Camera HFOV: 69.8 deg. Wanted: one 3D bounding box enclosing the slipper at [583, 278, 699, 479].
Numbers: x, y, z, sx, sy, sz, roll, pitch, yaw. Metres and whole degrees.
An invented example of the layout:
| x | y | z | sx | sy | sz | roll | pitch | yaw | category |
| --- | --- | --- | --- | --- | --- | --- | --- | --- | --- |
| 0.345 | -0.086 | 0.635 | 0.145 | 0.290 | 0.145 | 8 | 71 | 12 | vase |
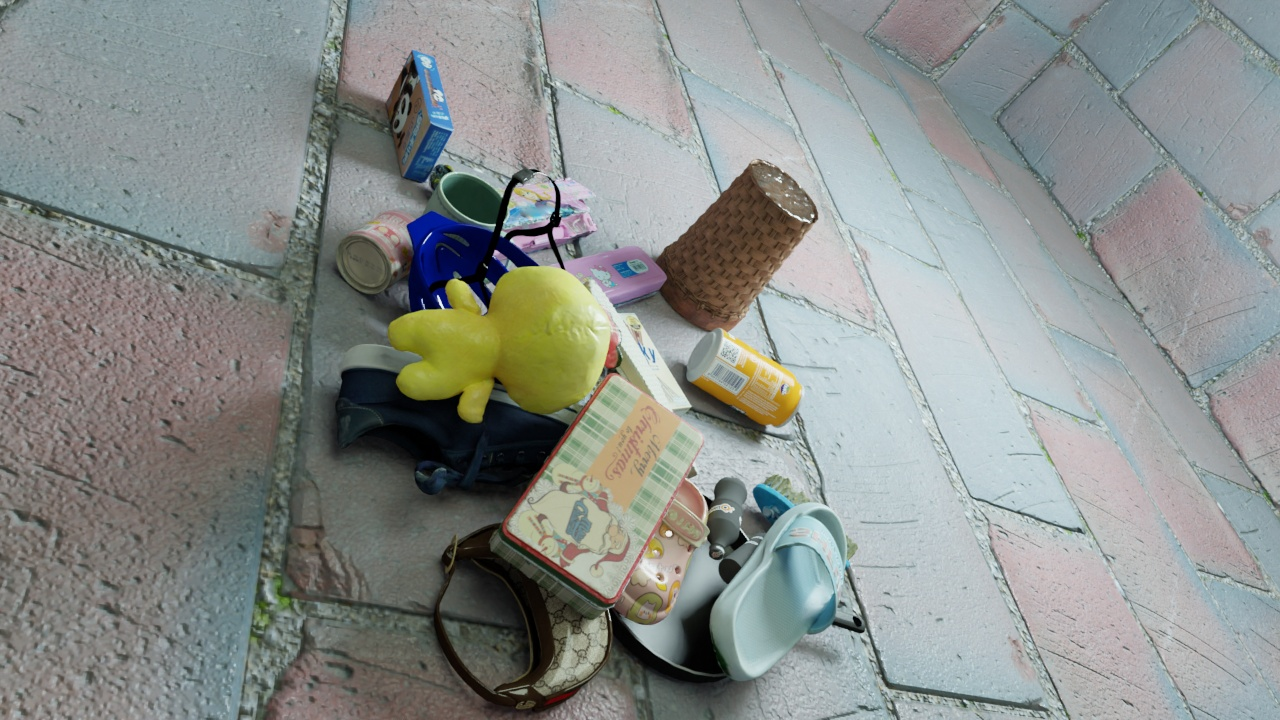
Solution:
| x | y | z | sx | sy | sz | roll | pitch | yaw | category |
| --- | --- | --- | --- | --- | --- | --- | --- | --- | --- |
| -0.007 | 0.030 | 0.961 | 0.273 | 0.054 | 0.114 | 61 | 2 | -39 | slipper |

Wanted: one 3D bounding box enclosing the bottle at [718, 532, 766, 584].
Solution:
| x | y | z | sx | sy | sz | roll | pitch | yaw | category |
| --- | --- | --- | --- | --- | --- | --- | --- | --- | --- |
| 0.123 | 0.200 | 0.960 | 0.030 | 0.030 | 0.112 | 52 | 36 | 14 | bottle |

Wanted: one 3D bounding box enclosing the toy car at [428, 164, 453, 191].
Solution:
| x | y | z | sx | sy | sz | roll | pitch | yaw | category |
| --- | --- | --- | --- | --- | --- | --- | --- | --- | --- |
| -0.223 | -0.202 | 1.126 | 0.089 | 0.027 | 0.038 | 41 | 40 | -29 | toy car |

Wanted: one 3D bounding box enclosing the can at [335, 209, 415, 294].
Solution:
| x | y | z | sx | sy | sz | roll | pitch | yaw | category |
| --- | --- | --- | --- | --- | --- | --- | --- | --- | --- |
| -0.267 | -0.114 | 0.956 | 0.067 | 0.067 | 0.076 | 39 | 35 | -3 | can |

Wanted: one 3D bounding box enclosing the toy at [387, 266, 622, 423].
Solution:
| x | y | z | sx | sy | sz | roll | pitch | yaw | category |
| --- | --- | --- | --- | --- | --- | --- | --- | --- | --- |
| -0.111 | -0.015 | 0.803 | 0.207 | 0.092 | 0.134 | -10 | 86 | -12 | toy |

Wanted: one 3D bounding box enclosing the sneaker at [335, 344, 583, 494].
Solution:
| x | y | z | sx | sy | sz | roll | pitch | yaw | category |
| --- | --- | --- | --- | --- | --- | --- | --- | --- | --- |
| -0.140 | 0.086 | 0.850 | 0.294 | 0.121 | 0.127 | 18 | 63 | -26 | sneaker |

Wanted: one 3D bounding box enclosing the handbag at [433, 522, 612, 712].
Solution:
| x | y | z | sx | sy | sz | roll | pitch | yaw | category |
| --- | --- | --- | --- | --- | --- | --- | --- | --- | --- |
| -0.104 | 0.209 | 0.773 | 0.138 | 0.063 | 0.166 | -2 | 54 | -33 | handbag |

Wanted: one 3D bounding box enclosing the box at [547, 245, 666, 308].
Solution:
| x | y | z | sx | sy | sz | roll | pitch | yaw | category |
| --- | --- | --- | --- | --- | --- | --- | --- | --- | --- |
| -0.049 | -0.100 | 1.182 | 0.076 | 0.036 | 0.213 | 47 | 35 | 14 | box |

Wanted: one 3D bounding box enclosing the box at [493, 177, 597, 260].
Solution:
| x | y | z | sx | sy | sz | roll | pitch | yaw | category |
| --- | --- | --- | --- | --- | --- | --- | --- | --- | --- |
| -0.129 | -0.186 | 1.144 | 0.229 | 0.077 | 0.084 | -24 | 89 | -53 | box |

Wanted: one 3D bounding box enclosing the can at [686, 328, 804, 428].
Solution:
| x | y | z | sx | sy | sz | roll | pitch | yaw | category |
| --- | --- | --- | --- | --- | --- | --- | --- | --- | --- |
| 0.134 | 0.024 | 1.181 | 0.142 | 0.079 | 0.078 | 31 | 36 | -15 | can |

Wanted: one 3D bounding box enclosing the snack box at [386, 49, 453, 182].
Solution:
| x | y | z | sx | sy | sz | roll | pitch | yaw | category |
| --- | --- | --- | --- | --- | --- | --- | --- | --- | --- |
| -0.275 | -0.304 | 1.138 | 0.034 | 0.087 | 0.151 | 10 | 45 | -36 | snack box |

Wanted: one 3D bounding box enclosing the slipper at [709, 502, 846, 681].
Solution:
| x | y | z | sx | sy | sz | roll | pitch | yaw | category |
| --- | --- | --- | --- | --- | --- | --- | --- | --- | --- |
| 0.152 | 0.226 | 0.900 | 0.244 | 0.074 | 0.104 | -30 | 101 | -50 | slipper |

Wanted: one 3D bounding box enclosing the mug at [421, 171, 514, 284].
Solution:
| x | y | z | sx | sy | sz | roll | pitch | yaw | category |
| --- | --- | --- | --- | --- | --- | --- | --- | --- | --- |
| -0.193 | -0.133 | 1.016 | 0.111 | 0.104 | 0.083 | 37 | 35 | -5 | mug |

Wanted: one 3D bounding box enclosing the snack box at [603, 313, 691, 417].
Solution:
| x | y | z | sx | sy | sz | roll | pitch | yaw | category |
| --- | --- | --- | --- | --- | --- | --- | --- | --- | --- |
| -0.007 | 0.006 | 1.112 | 0.081 | 0.026 | 0.150 | -5 | 56 | -46 | snack box |

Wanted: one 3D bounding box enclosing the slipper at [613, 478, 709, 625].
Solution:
| x | y | z | sx | sy | sz | roll | pitch | yaw | category |
| --- | --- | --- | --- | --- | --- | --- | --- | --- | --- |
| 0.022 | 0.159 | 0.870 | 0.093 | 0.082 | 0.196 | 38 | 33 | -2 | slipper |

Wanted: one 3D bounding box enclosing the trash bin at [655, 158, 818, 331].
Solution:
| x | y | z | sx | sy | sz | roll | pitch | yaw | category |
| --- | --- | --- | --- | --- | --- | --- | --- | --- | --- |
| 0.136 | -0.162 | 1.271 | 0.151 | 0.211 | 0.151 | 26 | 37 | -22 | trash bin |

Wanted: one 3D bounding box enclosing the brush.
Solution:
| x | y | z | sx | sy | sz | roll | pitch | yaw | category |
| --- | --- | --- | --- | --- | --- | --- | --- | --- | --- |
| 0.177 | 0.198 | 1.059 | 0.136 | 0.056 | 0.075 | 46 | 57 | 7 | brush |

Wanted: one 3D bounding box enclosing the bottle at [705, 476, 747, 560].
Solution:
| x | y | z | sx | sy | sz | roll | pitch | yaw | category |
| --- | --- | --- | --- | --- | --- | --- | --- | --- | --- |
| 0.088 | 0.166 | 0.960 | 0.036 | 0.036 | 0.109 | 36 | 34 | -8 | bottle |

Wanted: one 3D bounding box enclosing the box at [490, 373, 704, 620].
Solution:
| x | y | z | sx | sy | sz | roll | pitch | yaw | category |
| --- | --- | --- | --- | --- | --- | --- | --- | --- | --- |
| -0.033 | 0.112 | 0.801 | 0.117 | 0.050 | 0.204 | 38 | 49 | -2 | box |

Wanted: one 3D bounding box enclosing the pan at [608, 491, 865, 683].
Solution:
| x | y | z | sx | sy | sz | roll | pitch | yaw | category |
| --- | --- | --- | --- | --- | --- | --- | --- | --- | --- |
| 0.091 | 0.237 | 0.947 | 0.356 | 0.034 | 0.224 | 23 | 38 | -24 | pan |

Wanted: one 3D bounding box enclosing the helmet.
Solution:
| x | y | z | sx | sy | sz | roll | pitch | yaw | category |
| --- | --- | --- | --- | --- | --- | --- | --- | --- | --- |
| -0.124 | -0.071 | 0.907 | 0.241 | 0.228 | 0.147 | 45 | 43 | -1 | helmet |
